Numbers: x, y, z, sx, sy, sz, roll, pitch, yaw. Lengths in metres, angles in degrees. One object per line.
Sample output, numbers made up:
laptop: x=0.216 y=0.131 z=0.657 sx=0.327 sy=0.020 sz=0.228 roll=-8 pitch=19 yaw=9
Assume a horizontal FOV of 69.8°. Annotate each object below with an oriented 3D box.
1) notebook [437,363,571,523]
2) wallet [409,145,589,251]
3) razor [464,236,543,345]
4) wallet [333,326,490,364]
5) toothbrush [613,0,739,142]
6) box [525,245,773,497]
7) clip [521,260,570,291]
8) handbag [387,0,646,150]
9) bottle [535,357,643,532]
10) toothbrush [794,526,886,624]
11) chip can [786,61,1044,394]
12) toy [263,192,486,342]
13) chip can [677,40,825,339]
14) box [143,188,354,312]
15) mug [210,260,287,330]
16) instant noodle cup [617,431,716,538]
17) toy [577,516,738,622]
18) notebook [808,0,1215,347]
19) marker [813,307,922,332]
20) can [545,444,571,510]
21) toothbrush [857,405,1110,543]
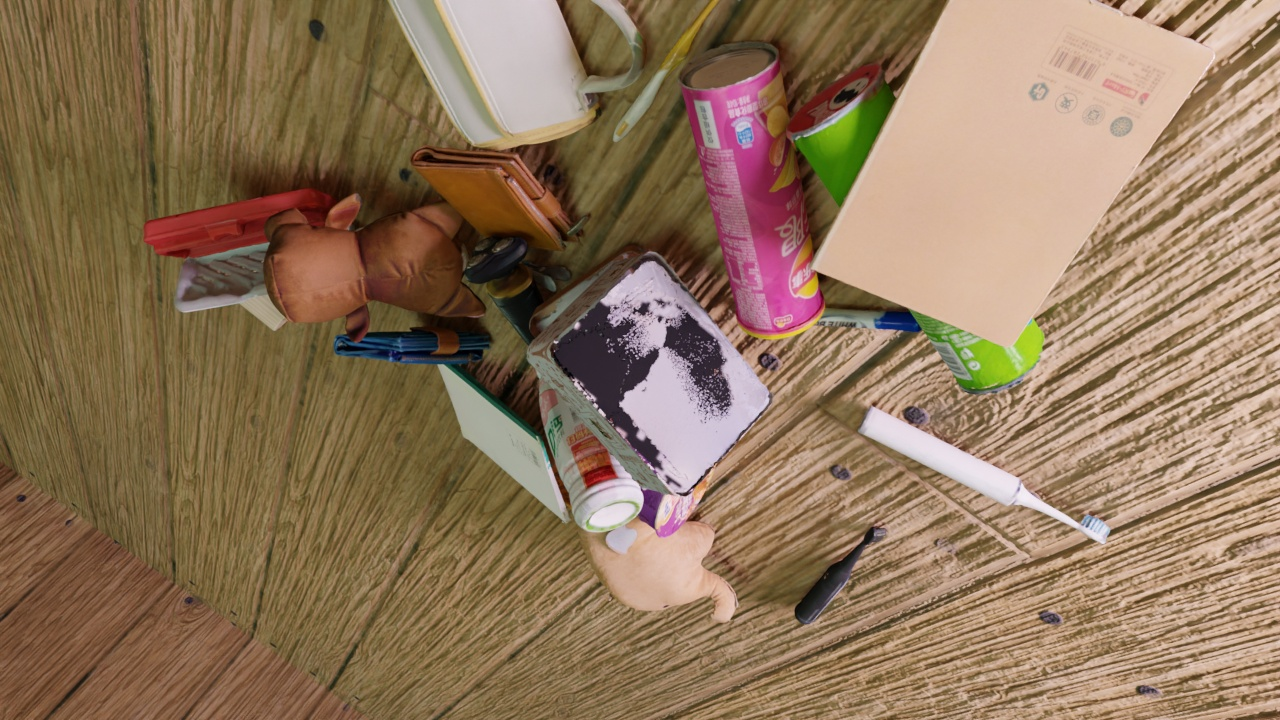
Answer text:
notebook: x=-0.162 y=0.085 z=1.052 sx=0.209 sy=0.012 sz=0.150 roll=33 pitch=148 yaw=38
wallet: x=-0.117 y=-0.136 z=0.793 sx=0.119 sy=0.035 sz=0.130 roll=6 pitch=160 yaw=25
razor: x=-0.116 y=-0.059 z=0.874 sx=0.067 sy=0.062 sz=0.167 roll=53 pitch=173 yaw=29
wallet: x=-0.241 y=-0.017 z=0.978 sx=0.106 sy=0.132 sz=0.040 roll=4 pitch=95 yaw=34
toothbrush: x=0.027 y=-0.214 z=0.656 sx=0.018 sy=0.016 sz=0.192 roll=33 pitch=142 yaw=-12
box: x=-0.005 y=0.004 z=0.820 sx=0.182 sy=0.150 sz=0.168 roll=50 pitch=161 yaw=-15
clip: x=-0.094 y=-0.083 z=0.884 sx=0.057 sy=0.028 sz=0.024 roll=13 pitch=136 yaw=38
handbag: x=-0.087 y=-0.241 z=0.678 sx=0.179 sy=0.063 sz=0.163 roll=0 pitch=132 yaw=31
bottle: x=-0.060 y=0.070 z=0.900 sx=0.068 sy=0.068 sz=0.196 roll=103 pitch=149 yaw=-50
toothbrush: x=0.213 y=0.231 z=0.985 sx=0.027 sy=0.026 sz=0.213 roll=2 pitch=142 yaw=-14
chip can: x=0.192 y=-0.083 z=0.627 sx=0.072 sy=0.072 sz=0.236 roll=-18 pitch=119 yaw=46
toy: x=-0.255 y=-0.092 z=0.889 sx=0.199 sy=0.130 sz=0.140 roll=-7 pitch=119 yaw=4
chip can: x=0.085 y=-0.118 z=0.670 sx=0.071 sy=0.071 sz=0.211 roll=7 pitch=134 yaw=30
box: x=-0.402 y=-0.107 z=0.956 sx=0.201 sy=0.095 sz=0.099 roll=-10 pitch=85 yaw=9
mug: x=-0.445 y=-0.095 z=1.076 sx=0.106 sy=0.081 sz=0.115 roll=43 pitch=156 yaw=-13
instant noodle cup: x=0.010 y=0.112 z=0.946 sx=0.099 sy=0.111 sz=0.112 roll=26 pitch=142 yaw=25
toy: x=0.020 y=0.227 z=1.046 sx=0.143 sy=0.082 sz=0.226 roll=-31 pitch=115 yaw=7
notebook: x=0.213 y=-0.116 z=0.555 sx=0.148 sy=0.008 sz=0.208 roll=21 pitch=123 yaw=-2
marker: x=0.156 y=-0.035 z=0.750 sx=0.146 sy=0.016 sz=0.017 roll=5 pitch=134 yaw=32
can: x=-0.060 y=0.157 z=1.076 sx=0.058 sy=0.058 sz=0.146 roll=-13 pitch=123 yaw=43
toothbrush: x=0.293 y=0.100 z=0.786 sx=0.221 sy=0.026 sz=0.026 roll=27 pitch=180 yaw=10
